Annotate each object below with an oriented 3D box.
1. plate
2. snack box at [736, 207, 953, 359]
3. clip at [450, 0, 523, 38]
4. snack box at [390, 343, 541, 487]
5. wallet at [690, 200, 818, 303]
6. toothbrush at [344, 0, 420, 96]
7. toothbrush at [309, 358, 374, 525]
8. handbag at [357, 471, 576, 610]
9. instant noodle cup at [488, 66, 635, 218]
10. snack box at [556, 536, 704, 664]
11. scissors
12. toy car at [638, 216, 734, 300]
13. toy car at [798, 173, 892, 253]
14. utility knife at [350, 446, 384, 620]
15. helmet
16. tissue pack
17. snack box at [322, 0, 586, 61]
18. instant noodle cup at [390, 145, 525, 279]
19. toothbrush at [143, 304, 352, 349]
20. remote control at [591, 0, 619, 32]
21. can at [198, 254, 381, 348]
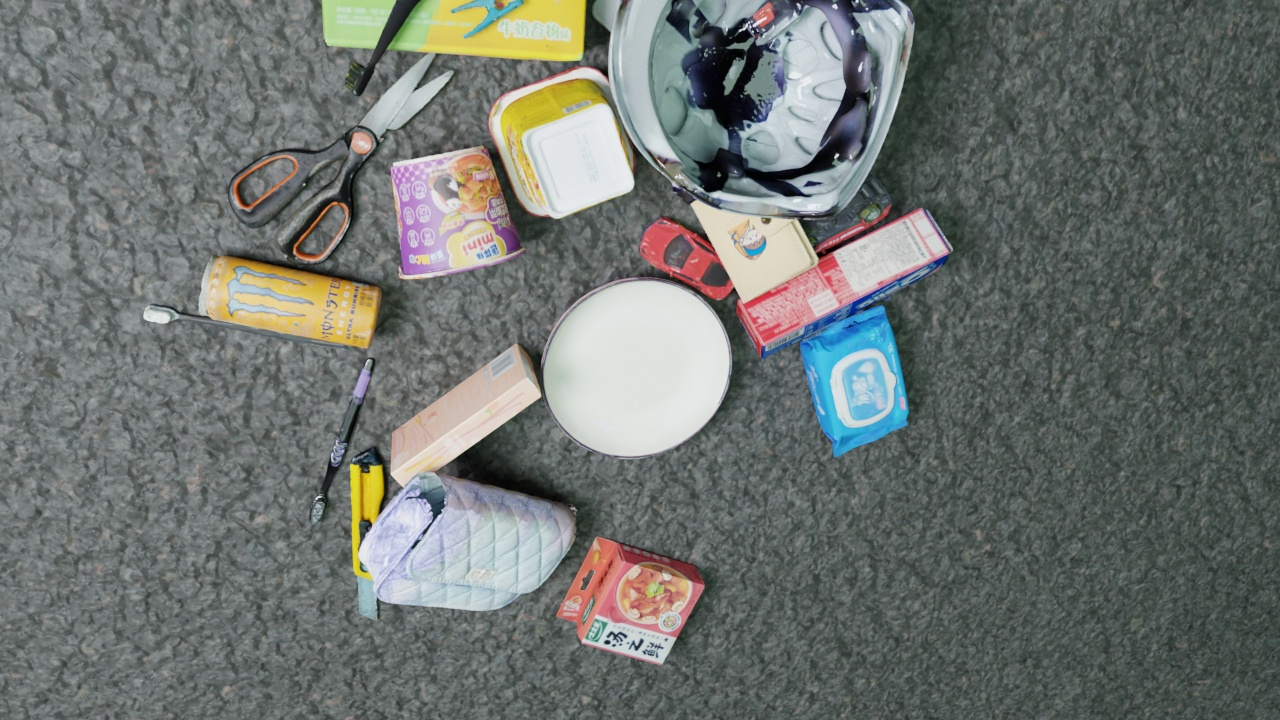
[{"bbox_3d":[-0.005,0.005,0.916,0.192,0.039,0.193,-4,113,-10],"label":"plate"},{"bbox_3d":[0.199,-0.075,0.907,0.207,0.057,0.058,-27,74,0],"label":"snack box"},{"bbox_3d":[-0.119,-0.274,0.717,0.056,0.014,0.040,-24,117,1],"label":"clip"},{"bbox_3d":[-0.169,0.052,0.876,0.157,0.084,0.026,-36,117,4],"label":"snack box"},{"bbox_3d":[0.108,-0.124,0.863,0.087,0.024,0.115,-28,87,15],"label":"wallet"},{"bbox_3d":[-0.166,-0.294,0.693,0.027,0.026,0.213,39,104,12],"label":"toothbrush"},{"bbox_3d":[-0.294,0.082,0.901,0.014,0.016,0.189,19,105,-18],"label":"toothbrush"},{"bbox_3d":[-0.163,0.180,0.892,0.134,0.075,0.193,-51,143,13],"label":"handbag"},{"bbox_3d":[-0.060,-0.179,0.784,0.116,0.123,0.116,-21,114,-4],"label":"instant noodle cup"},{"bbox_3d":[-0.012,0.268,1.017,0.127,0.044,0.113,21,106,-18],"label":"snack box"},{"bbox_3d":[-0.263,-0.189,0.794,0.162,0.021,0.234,20,107,-18],"label":"scissors"},{"bbox_3d":[0.048,-0.099,0.891,0.106,0.031,0.049,28,102,-18],"label":"toy car"},{"bbox_3d":[0.184,-0.136,0.891,0.120,0.053,0.045,-25,151,-4],"label":"toy car"},{"bbox_3d":[-0.280,0.184,0.943,0.033,0.015,0.207,2,111,-10],"label":"utility knife"},{"bbox_3d":[0.083,-0.241,0.775,0.258,0.146,0.229,12,102,-18],"label":"helmet"},{"bbox_3d":[0.228,0.025,0.965,0.095,0.052,0.157,-20,114,-3],"label":"tissue pack"},{"bbox_3d":[-0.147,-0.329,0.735,0.210,0.070,0.158,0,112,-12],"label":"snack box"},{"bbox_3d":[-0.164,-0.130,0.796,0.111,0.111,0.099,-12,107,-7],"label":"instant noodle cup"},{"bbox_3d":[-0.358,-0.029,0.842,0.181,0.018,0.016,9,106,-17],"label":"toothbrush"},{"bbox_3d":[0.015,-0.341,0.791,0.056,0.020,0.136,32,103,-20],"label":"remote control"},{"bbox_3d":[-0.309,-0.052,0.819,0.146,0.058,0.058,11,109,-16],"label":"can"}]
